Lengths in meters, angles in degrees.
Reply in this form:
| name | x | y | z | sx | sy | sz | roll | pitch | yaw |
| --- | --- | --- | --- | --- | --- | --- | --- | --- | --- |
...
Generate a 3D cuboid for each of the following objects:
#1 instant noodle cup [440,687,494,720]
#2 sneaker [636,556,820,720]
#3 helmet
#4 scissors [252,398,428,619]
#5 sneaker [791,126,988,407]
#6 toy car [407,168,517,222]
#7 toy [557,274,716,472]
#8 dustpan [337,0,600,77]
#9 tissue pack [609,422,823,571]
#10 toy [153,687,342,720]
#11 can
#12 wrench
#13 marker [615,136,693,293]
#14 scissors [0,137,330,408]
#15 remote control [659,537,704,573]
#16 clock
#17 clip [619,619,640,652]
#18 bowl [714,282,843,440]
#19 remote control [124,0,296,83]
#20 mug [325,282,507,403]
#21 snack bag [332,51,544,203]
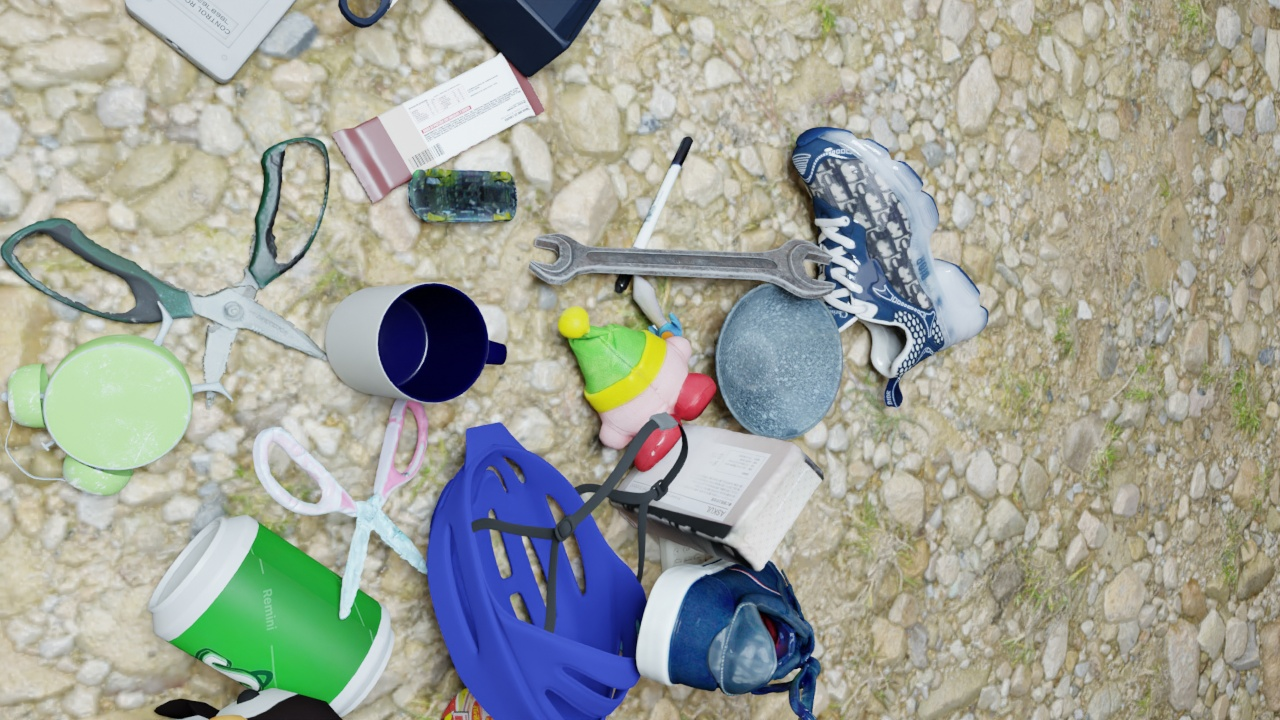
| name | x | y | z | sx | sy | sz | roll | pitch | yaw |
| --- | --- | --- | --- | --- | --- | --- | --- | --- | --- |
| instant noodle cup | -0.084 | 0.301 | 0.698 | 0.112 | 0.100 | 0.100 | 15 | 84 | -37 |
| sneaker | 0.102 | 0.216 | 0.707 | 0.294 | 0.127 | 0.120 | 31 | 71 | -68 |
| helmet | -0.043 | 0.141 | 0.640 | 0.147 | 0.228 | 0.241 | -8 | 68 | -61 |
| scissors | -0.191 | 0.085 | 0.618 | 0.177 | 0.013 | 0.170 | 48 | 41 | -46 |
| sneaker | 0.206 | -0.084 | 0.846 | 0.132 | 0.103 | 0.269 | -45 | 114 | -12 |
| toy car | -0.134 | -0.123 | 0.687 | 0.089 | 0.027 | 0.039 | -6 | 100 | -36 |
| toy | -0.004 | 0.004 | 0.733 | 0.131 | 0.097 | 0.124 | 41 | 80 | 4 |
| dustpan | -0.129 | -0.318 | 0.643 | 0.236 | 0.080 | 0.272 | 42 | 69 | -23 |
| tissue pack | 0.062 | 0.102 | 0.716 | 0.071 | 0.182 | 0.103 | 46 | 69 | -19 |
| toy | -0.245 | 0.269 | 0.548 | 0.184 | 0.158 | 0.140 | -27 | 127 | 14 |
| can | -0.239 | 0.171 | 0.604 | 0.140 | 0.088 | 0.087 | 43 | 72 | -23 |
| wrench | 0.041 | -0.080 | 0.757 | 0.273 | 0.010 | 0.070 | 0 | 49 | -19 |
| marker | 0.012 | -0.125 | 0.779 | 0.011 | 0.011 | 0.152 | 30 | 77 | -27 |
| scissors | -0.286 | -0.078 | 0.612 | 0.201 | 0.015 | 0.205 | 30 | 77 | -28 |
| remote control | 0.040 | 0.204 | 0.802 | 0.038 | 0.018 | 0.125 | -7 | 96 | -28 |
| clock | -0.330 | 0.029 | 0.570 | 0.119 | 0.042 | 0.094 | -36 | 112 | -15 |
| clip | -0.016 | 0.229 | 0.760 | 0.116 | 0.026 | 0.097 | 39 | 76 | -17 |
| bowl | 0.108 | 0.000 | 0.810 | 0.137 | 0.057 | 0.137 | -1 | 92 | -29 |
| remote control | -0.265 | -0.265 | 0.615 | 0.074 | 0.019 | 0.151 | 38 | 75 | -25 |
| mug | -0.149 | -0.011 | 0.640 | 0.111 | 0.097 | 0.078 | 9 | 87 | -37 |
| snack bag | -0.147 | -0.179 | 0.686 | 0.157 | 0.013 | 0.057 | -36 | 108 | -23 |
